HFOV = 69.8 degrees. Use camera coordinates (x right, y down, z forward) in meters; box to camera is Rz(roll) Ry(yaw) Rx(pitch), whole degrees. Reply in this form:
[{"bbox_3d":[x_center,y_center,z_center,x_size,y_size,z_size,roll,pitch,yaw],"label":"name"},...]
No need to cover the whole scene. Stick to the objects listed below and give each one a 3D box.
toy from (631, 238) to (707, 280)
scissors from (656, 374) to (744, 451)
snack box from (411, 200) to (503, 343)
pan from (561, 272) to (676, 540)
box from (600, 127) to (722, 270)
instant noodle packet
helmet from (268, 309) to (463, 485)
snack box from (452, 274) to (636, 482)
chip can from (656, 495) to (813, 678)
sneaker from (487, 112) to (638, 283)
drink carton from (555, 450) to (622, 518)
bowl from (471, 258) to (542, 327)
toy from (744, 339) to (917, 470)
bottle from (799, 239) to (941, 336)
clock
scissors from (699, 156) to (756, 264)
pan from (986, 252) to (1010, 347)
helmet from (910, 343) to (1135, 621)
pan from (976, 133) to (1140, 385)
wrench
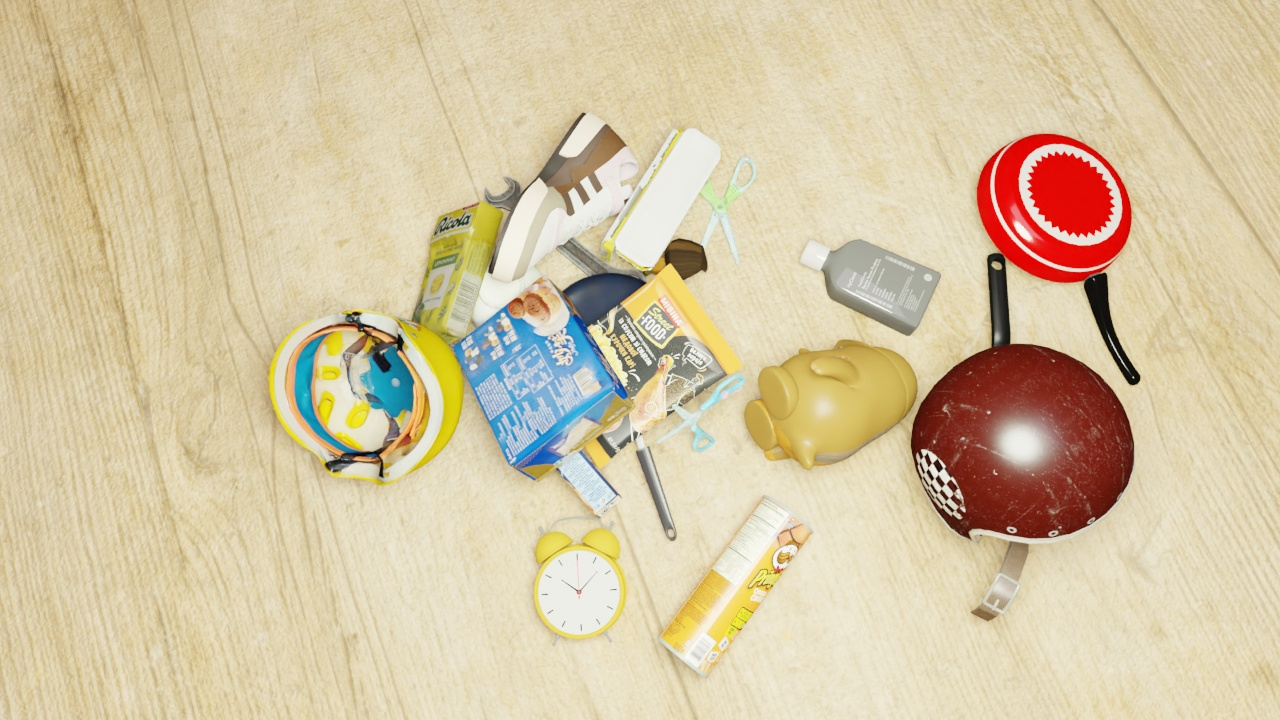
[{"bbox_3d":[0.038,-0.130,1.222,0.100,0.063,0.076,-5,42,15],"label":"toy"},{"bbox_3d":[0.077,0.073,1.136,0.135,0.136,0.015,-30,51,-11],"label":"scissors"},{"bbox_3d":[-0.247,-0.111,1.194,0.045,0.121,0.180,23,74,-35],"label":"snack box"},{"bbox_3d":[-0.016,0.059,1.175,0.199,0.021,0.356,-21,79,11],"label":"pan"},{"bbox_3d":[0.021,-0.213,1.233,0.079,0.080,0.209,34,74,-10],"label":"box"},{"bbox_3d":[-0.007,0.006,1.150,0.221,0.032,0.160,-36,76,8],"label":"instant noodle packet"},{"bbox_3d":[-0.322,0.037,1.145,0.240,0.139,0.209,15,101,21],"label":"helmet"},{"bbox_3d":[-0.121,0.019,1.120,0.155,0.069,0.202,-38,54,7],"label":"snack box"},{"bbox_3d":[0.115,0.270,1.105,0.075,0.075,0.214,37,80,10],"label":"chip can"},{"bbox_3d":[-0.090,-0.193,1.198,0.116,0.112,0.292,30,55,-3],"label":"sneaker"},{"bbox_3d":[-0.081,0.134,1.151,0.040,0.064,0.130,-41,78,-7],"label":"drink carton"},{"bbox_3d":[-0.180,-0.088,1.212,0.113,0.063,0.113,-1,75,2],"label":"bowl"},{"bbox_3d":[0.244,0.041,1.129,0.203,0.199,0.162,-17,57,-22],"label":"toy"},{"bbox_3d":[0.295,-0.109,1.210,0.174,0.046,0.083,26,78,8],"label":"bottle"},{"bbox_3d":[-0.075,0.268,1.125,0.113,0.052,0.151,-4,79,1],"label":"clock"},{"bbox_3d":[0.102,-0.211,1.261,0.139,0.028,0.170,20,73,5],"label":"scissors"},{"bbox_3d":[0.458,0.037,1.168,0.204,0.044,0.355,1,76,2],"label":"pan"},{"bbox_3d":[0.419,0.110,1.033,0.233,0.254,0.234,-35,67,-13],"label":"helmet"},{"bbox_3d":[0.575,-0.138,1.194,0.208,0.067,0.356,-19,77,-16],"label":"pan"},{"bbox_3d":[-0.105,-0.162,1.255,0.273,0.010,0.070,39,80,11],"label":"wrench"}]
